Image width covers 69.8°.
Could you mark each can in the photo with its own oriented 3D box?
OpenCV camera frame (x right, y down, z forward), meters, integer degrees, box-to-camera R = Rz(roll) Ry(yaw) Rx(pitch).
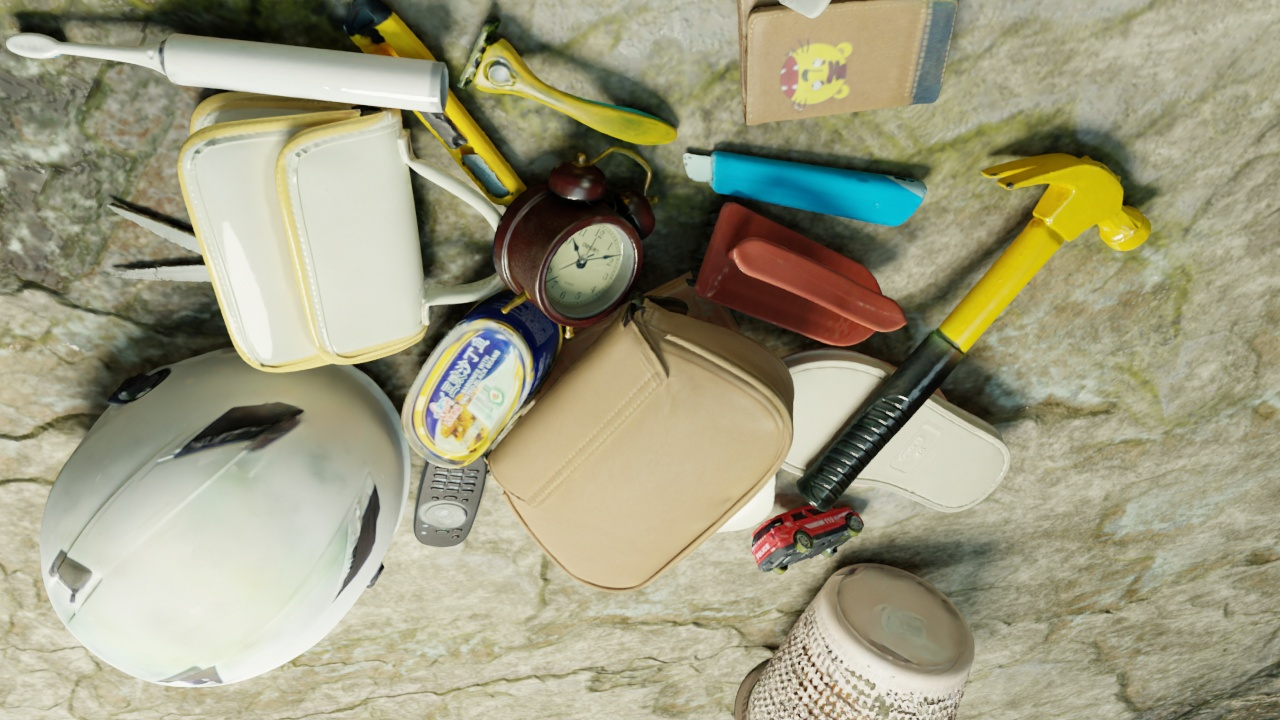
[{"bbox_3d":[-0.111,0.014,0.637,0.074,0.049,0.149,39,126,-2],"label":"can"}]

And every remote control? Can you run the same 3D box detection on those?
[{"bbox_3d":[-0.159,0.110,0.762,0.053,0.024,0.137,7,134,-17],"label":"remote control"}]

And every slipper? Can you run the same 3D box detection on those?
[{"bbox_3d":[0.186,0.054,0.725,0.274,0.054,0.114,19,113,-29],"label":"slipper"}]

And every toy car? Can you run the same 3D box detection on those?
[{"bbox_3d":[0.151,0.157,0.832,0.120,0.045,0.053,-3,145,-38],"label":"toy car"}]

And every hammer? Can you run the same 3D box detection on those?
[{"bbox_3d":[0.214,-0.013,0.639,0.128,0.032,0.301,29,108,-29],"label":"hammer"}]

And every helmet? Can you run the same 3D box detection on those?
[{"bbox_3d":[-0.285,0.119,0.625,0.259,0.145,0.229,-35,113,7],"label":"helmet"}]

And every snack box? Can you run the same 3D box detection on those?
[{"bbox_3d":[-0.004,0.004,0.658,0.157,0.026,0.084,-25,109,15],"label":"snack box"}]

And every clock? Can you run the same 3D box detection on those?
[{"bbox_3d":[-0.037,-0.076,0.562,0.082,0.055,0.122,22,106,-45],"label":"clock"}]

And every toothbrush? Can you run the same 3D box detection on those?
[{"bbox_3d":[-0.213,-0.153,0.478,0.221,0.026,0.027,5,98,-4],"label":"toothbrush"}]

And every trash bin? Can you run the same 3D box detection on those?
[{"bbox_3d":[0.227,0.322,0.919,0.227,0.227,0.192,6,121,-14],"label":"trash bin"}]

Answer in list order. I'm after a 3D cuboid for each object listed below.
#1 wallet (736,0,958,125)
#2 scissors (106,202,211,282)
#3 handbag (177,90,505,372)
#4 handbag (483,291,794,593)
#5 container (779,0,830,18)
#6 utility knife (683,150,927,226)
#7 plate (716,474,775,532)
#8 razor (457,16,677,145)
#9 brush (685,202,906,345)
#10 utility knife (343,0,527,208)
[{"bbox_3d":[0.113,-0.179,0.513,0.115,0.033,0.090,-6,136,2],"label":"wallet"},{"bbox_3d":[-0.243,-0.057,0.591,0.160,0.014,0.178,-26,132,15],"label":"scissors"},{"bbox_3d":[-0.163,-0.074,0.544,0.178,0.063,0.164,-7,129,-11],"label":"handbag"},{"bbox_3d":[0.002,0.054,0.613,0.148,0.099,0.205,40,115,-12],"label":"handbag"},{"bbox_3d":[0.045,-0.230,0.413,0.114,0.090,0.090,16,130,-18],"label":"container"},{"bbox_3d":[0.104,-0.112,0.587,0.162,0.018,0.034,7,130,-13],"label":"utility knife"},{"bbox_3d":[0.030,0.091,0.766,0.163,0.034,0.164,-8,135,0],"label":"plate"},{"bbox_3d":[-0.035,-0.149,0.525,0.132,0.028,0.043,17,126,-26],"label":"razor"},{"bbox_3d":[0.107,-0.049,0.604,0.145,0.069,0.063,19,90,-26],"label":"brush"},{"bbox_3d":[-0.103,-0.130,0.534,0.033,0.015,0.192,-12,138,29],"label":"utility knife"}]
